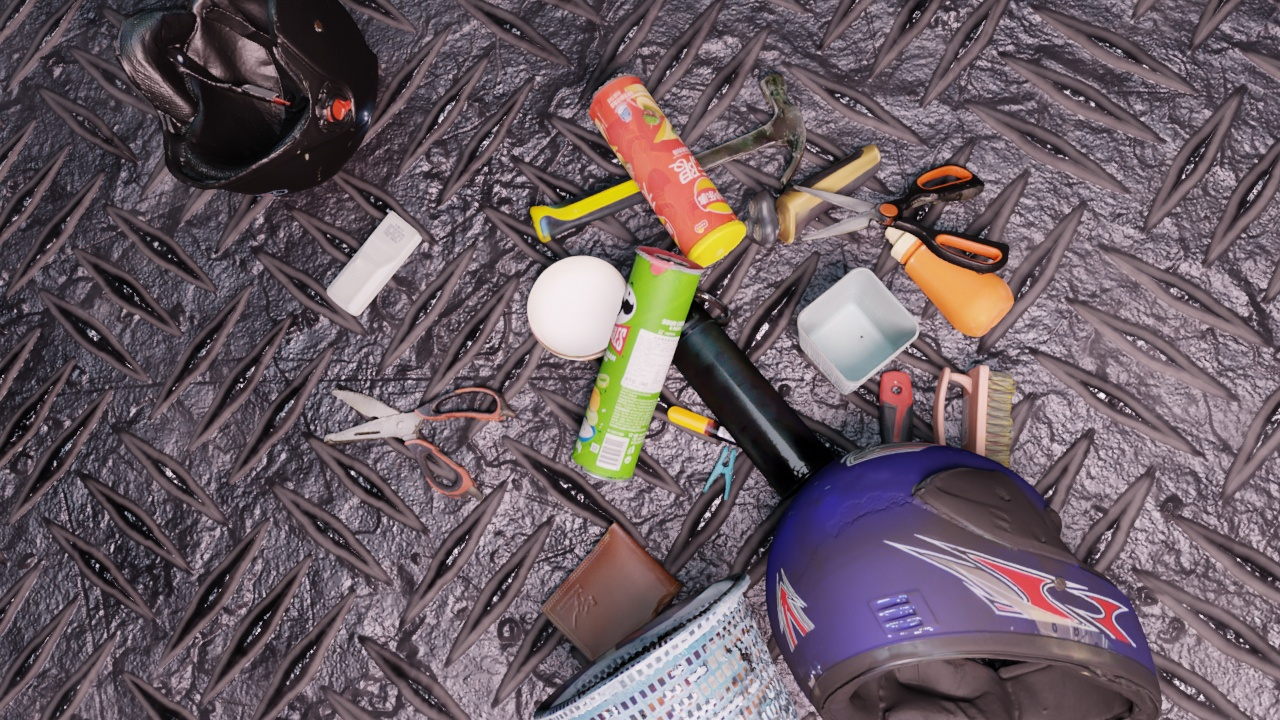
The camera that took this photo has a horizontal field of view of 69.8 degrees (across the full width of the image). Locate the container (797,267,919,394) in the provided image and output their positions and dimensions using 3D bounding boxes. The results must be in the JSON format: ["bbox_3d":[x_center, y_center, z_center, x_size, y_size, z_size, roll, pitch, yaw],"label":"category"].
[{"bbox_3d":[0.214,-0.023,0.929,0.090,0.111,0.090,-39,77,-1],"label":"container"}]

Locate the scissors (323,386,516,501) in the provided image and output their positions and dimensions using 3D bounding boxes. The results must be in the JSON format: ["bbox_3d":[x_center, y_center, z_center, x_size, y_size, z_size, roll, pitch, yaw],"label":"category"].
[{"bbox_3d":[-0.246,0.078,1.028,0.189,0.015,0.226,-43,77,-1],"label":"scissors"}]

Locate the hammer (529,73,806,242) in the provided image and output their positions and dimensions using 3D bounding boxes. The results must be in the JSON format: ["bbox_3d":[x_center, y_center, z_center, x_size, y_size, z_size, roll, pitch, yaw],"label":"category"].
[{"bbox_3d":[0.032,-0.206,1.032,0.323,0.032,0.126,-21,76,4],"label":"hammer"}]

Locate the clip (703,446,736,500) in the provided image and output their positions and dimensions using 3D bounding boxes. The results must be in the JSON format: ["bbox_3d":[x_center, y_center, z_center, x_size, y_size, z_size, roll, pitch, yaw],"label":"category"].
[{"bbox_3d":[0.088,0.118,0.972,0.038,0.013,0.055,20,85,11],"label":"clip"}]

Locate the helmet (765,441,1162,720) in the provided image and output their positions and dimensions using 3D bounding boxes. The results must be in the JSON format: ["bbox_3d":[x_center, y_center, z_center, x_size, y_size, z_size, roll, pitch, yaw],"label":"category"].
[{"bbox_3d":[0.266,0.196,0.802,0.315,0.248,0.239,12,46,-12],"label":"helmet"}]

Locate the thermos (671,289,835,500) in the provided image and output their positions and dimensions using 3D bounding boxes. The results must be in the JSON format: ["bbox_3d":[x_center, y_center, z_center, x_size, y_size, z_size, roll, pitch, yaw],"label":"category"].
[{"bbox_3d":[0.107,0.024,0.957,0.089,0.069,0.242,-31,71,-21],"label":"thermos"}]

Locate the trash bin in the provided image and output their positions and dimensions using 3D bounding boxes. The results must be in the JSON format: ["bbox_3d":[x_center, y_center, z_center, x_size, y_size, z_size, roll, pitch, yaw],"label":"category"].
[{"bbox_3d":[0.051,0.329,0.803,0.226,0.226,0.195,-33,81,1],"label":"trash bin"}]

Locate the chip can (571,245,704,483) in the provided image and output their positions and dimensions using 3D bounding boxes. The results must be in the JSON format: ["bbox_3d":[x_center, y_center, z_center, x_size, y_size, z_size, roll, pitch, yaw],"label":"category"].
[{"bbox_3d":[-0.006,0.005,0.935,0.072,0.072,0.236,21,105,12],"label":"chip can"}]

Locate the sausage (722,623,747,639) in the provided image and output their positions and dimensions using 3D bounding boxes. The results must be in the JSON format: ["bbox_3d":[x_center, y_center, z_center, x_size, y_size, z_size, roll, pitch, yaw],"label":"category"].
[{"bbox_3d":[0.042,0.305,0.939,0.165,0.021,0.021,-29,77,2],"label":"sausage"}]

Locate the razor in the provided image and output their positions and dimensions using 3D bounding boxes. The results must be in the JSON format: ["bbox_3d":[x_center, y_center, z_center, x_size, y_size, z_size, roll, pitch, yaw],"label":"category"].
[{"bbox_3d":[0.187,-0.182,0.993,0.167,0.062,0.067,-33,114,-4],"label":"razor"}]

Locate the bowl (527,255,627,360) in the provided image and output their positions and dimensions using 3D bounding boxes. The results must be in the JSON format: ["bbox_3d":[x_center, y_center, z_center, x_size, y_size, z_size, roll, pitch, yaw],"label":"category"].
[{"bbox_3d":[-0.062,-0.051,1.001,0.113,0.062,0.113,-2,78,8],"label":"bowl"}]

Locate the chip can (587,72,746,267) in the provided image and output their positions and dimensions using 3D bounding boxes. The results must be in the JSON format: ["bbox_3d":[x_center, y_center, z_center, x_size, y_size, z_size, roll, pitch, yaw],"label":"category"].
[{"bbox_3d":[0.027,-0.203,0.979,0.073,0.073,0.216,-32,75,1],"label":"chip can"}]

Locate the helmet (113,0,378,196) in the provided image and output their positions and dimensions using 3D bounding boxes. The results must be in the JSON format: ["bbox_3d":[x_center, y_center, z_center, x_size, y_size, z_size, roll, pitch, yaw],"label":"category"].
[{"bbox_3d":[-0.410,-0.297,1.015,0.234,0.230,0.274,0,78,23],"label":"helmet"}]

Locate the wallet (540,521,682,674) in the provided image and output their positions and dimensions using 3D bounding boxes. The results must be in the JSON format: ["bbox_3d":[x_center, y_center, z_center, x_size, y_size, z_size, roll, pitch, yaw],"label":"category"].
[{"bbox_3d":[-0.031,0.247,0.957,0.101,0.032,0.124,40,87,16],"label":"wallet"}]

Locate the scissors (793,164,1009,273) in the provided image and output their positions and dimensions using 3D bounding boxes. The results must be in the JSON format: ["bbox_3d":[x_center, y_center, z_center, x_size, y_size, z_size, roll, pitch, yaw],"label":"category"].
[{"bbox_3d":[0.276,-0.150,0.948,0.221,0.022,0.228,35,57,22],"label":"scissors"}]

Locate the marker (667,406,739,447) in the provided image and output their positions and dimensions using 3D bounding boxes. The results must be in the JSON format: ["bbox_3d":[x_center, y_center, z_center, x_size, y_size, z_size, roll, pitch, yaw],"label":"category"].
[{"bbox_3d":[0.087,0.077,0.979,0.124,0.015,0.018,21,76,9],"label":"marker"}]

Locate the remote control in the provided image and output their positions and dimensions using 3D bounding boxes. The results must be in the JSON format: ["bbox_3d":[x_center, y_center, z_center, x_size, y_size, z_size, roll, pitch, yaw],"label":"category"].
[{"bbox_3d":[-0.312,-0.113,1.070,0.049,0.024,0.125,38,86,13],"label":"remote control"}]

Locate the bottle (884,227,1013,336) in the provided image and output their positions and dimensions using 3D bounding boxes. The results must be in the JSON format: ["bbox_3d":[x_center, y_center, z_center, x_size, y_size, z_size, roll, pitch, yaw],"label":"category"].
[{"bbox_3d":[0.314,-0.092,0.956,0.067,0.067,0.149,-42,69,-1],"label":"bottle"}]

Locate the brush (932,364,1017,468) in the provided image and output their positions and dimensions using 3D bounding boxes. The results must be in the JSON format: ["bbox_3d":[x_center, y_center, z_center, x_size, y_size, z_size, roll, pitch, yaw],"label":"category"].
[{"bbox_3d":[0.330,0.080,0.918,0.073,0.063,0.145,5,82,5],"label":"brush"}]

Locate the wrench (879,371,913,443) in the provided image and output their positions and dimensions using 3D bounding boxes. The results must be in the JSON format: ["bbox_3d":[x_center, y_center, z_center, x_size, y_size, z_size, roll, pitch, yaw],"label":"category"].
[{"bbox_3d":[0.267,0.145,0.938,0.056,0.016,0.273,-3,79,4],"label":"wrench"}]
